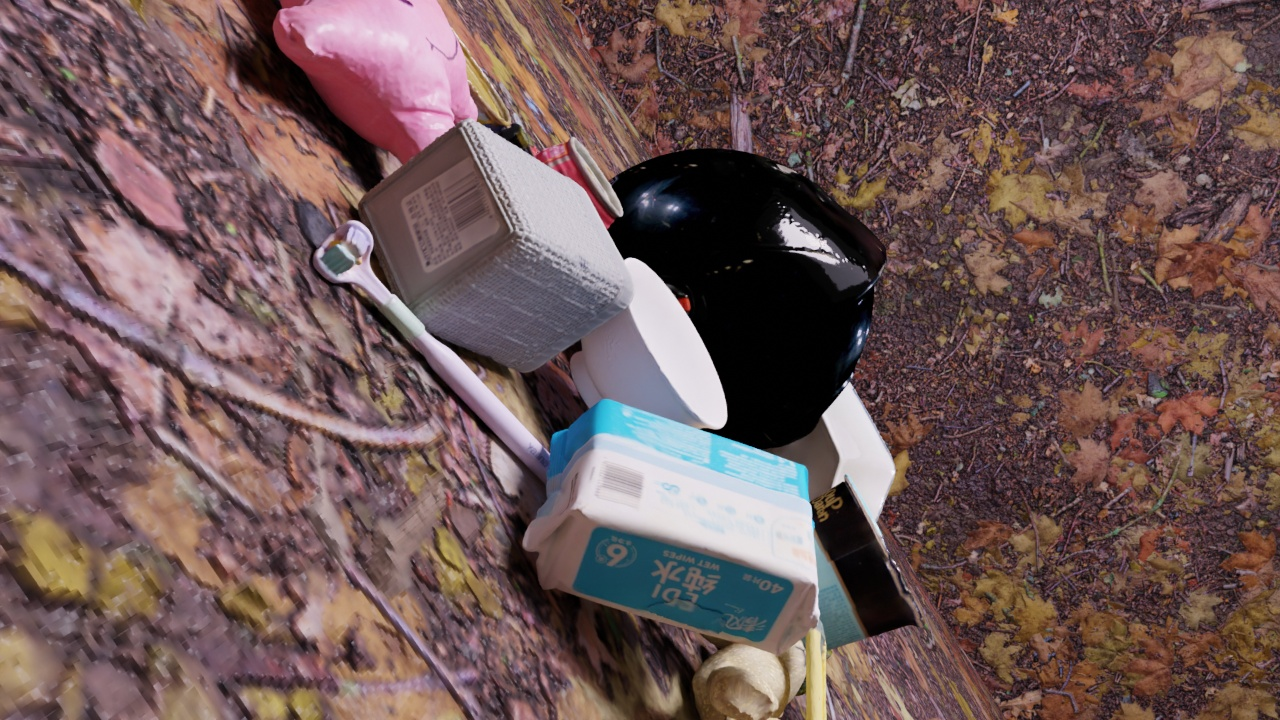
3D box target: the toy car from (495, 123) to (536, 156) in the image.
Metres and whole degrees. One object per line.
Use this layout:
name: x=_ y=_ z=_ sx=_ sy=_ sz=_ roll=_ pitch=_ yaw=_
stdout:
toy car: x=-0.094 y=-0.138 z=0.708 sx=0.031 sy=0.049 sz=0.106 roll=40 pitch=21 yaw=-59

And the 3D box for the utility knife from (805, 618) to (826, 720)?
utility knife: x=0.087 y=0.223 z=0.453 sx=0.031 sy=0.021 sz=0.206 roll=59 pitch=34 yaw=-47

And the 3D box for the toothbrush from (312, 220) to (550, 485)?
toothbrush: x=-0.082 y=0.011 z=0.440 sx=0.021 sy=0.029 sz=0.189 roll=12 pitch=-33 yaw=50

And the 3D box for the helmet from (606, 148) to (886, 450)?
helmet: x=0.054 y=-0.057 z=0.730 sx=0.274 sy=0.230 sz=0.233 roll=35 pitch=14 yaw=-10

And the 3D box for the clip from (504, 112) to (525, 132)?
clip: x=-0.117 y=-0.212 z=0.898 sx=0.057 sy=0.033 sz=0.025 roll=62 pitch=12 yaw=-16

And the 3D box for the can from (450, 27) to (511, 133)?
can: x=-0.155 y=-0.215 z=0.650 sx=0.148 sy=0.049 sz=0.074 roll=51 pitch=13 yaw=-32

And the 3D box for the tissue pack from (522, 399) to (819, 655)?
tissue pack: x=0.018 y=0.078 z=0.436 sx=0.140 sy=0.063 sz=0.089 roll=18 pitch=32 yaw=-4

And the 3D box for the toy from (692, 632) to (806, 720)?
toy: x=0.060 y=0.175 z=0.490 sx=0.157 sy=0.066 sz=0.105 roll=36 pitch=29 yaw=-78

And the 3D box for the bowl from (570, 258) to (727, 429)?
bowl: x=-0.003 y=0.003 z=0.569 sx=0.118 sy=0.065 sz=0.118 roll=51 pitch=20 yaw=-26

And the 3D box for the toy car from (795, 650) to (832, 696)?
toy car: x=0.115 y=0.221 z=0.701 sx=0.048 sy=0.032 sz=0.105 roll=60 pitch=23 yaw=7

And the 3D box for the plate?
plate: x=0.124 y=0.087 z=0.791 sx=0.034 sy=0.162 sz=0.265 roll=38 pitch=19 yaw=-20

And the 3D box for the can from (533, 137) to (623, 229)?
can: x=-0.066 y=-0.095 z=0.599 sx=0.066 sy=0.094 sz=0.066 roll=54 pitch=12 yaw=-18

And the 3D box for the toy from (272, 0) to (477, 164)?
toy: x=-0.153 y=-0.182 z=0.505 sx=0.178 sy=0.075 sz=0.194 roll=53 pitch=13 yaw=-24

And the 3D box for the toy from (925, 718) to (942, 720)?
toy: x=0.200 y=0.334 z=0.562 sx=0.140 sy=0.131 sz=0.199 roll=61 pitch=20 yaw=-17

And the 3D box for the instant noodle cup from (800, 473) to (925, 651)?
instant noodle cup: x=0.111 y=0.151 z=0.621 sx=0.111 sy=0.120 sz=0.111 roll=61 pitch=7 yaw=-14

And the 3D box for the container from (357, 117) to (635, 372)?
container: x=-0.076 y=-0.058 z=0.482 sx=0.090 sy=0.090 sz=0.114 roll=62 pitch=15 yaw=20
